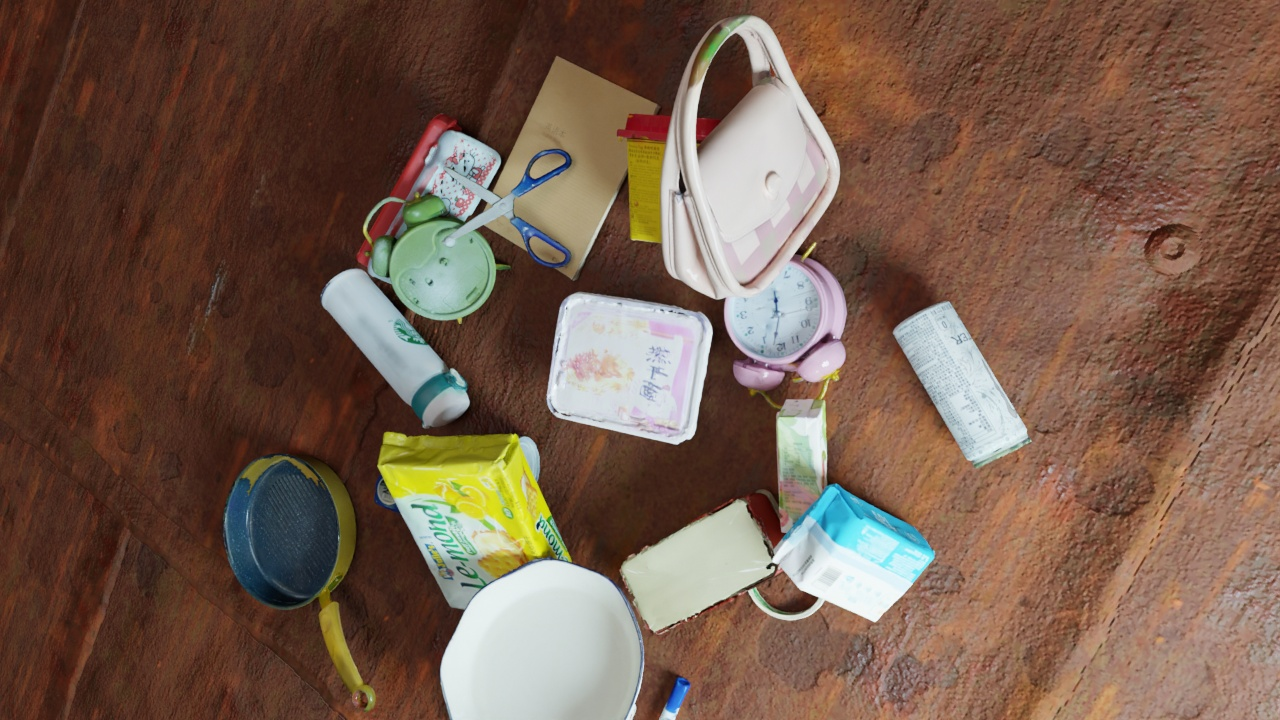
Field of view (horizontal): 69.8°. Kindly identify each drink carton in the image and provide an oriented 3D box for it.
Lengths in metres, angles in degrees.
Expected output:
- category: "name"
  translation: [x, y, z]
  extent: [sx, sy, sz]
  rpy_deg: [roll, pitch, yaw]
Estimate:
- category: "drink carton"
  translation: [0.154, 0.101, 0.875]
  extent: [0.045, 0.053, 0.122]
  rpy_deg: [0, 109, 19]

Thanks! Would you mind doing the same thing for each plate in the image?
- category: "plate"
  translation: [-0.092, 0.299, 0.898]
  extent: [0.205, 0.045, 0.204]
  rpy_deg: [-8, 55, 12]

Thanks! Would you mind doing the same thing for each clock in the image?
- category: "clock"
  translation: [-0.236, -0.119, 1.036]
  extent: [0.161, 0.056, 0.116]
  rpy_deg: [39, 101, -24]
- category: "clock"
  translation: [0.141, -0.029, 0.900]
  extent: [0.117, 0.059, 0.158]
  rpy_deg: [-11, 87, 25]

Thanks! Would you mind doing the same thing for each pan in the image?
- category: "pan"
  translation: [-0.409, 0.274, 1.139]
  extent: [0.198, 0.078, 0.357]
  rpy_deg: [-47, 72, 17]

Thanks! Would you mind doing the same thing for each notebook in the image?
- category: "notebook"
  translation: [-0.085, -0.217, 1.033]
  extent: [0.149, 0.012, 0.212]
  rpy_deg: [32, 102, 23]

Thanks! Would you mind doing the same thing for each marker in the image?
- category: "marker"
  translation: [0.018, 0.403, 0.975]
  extent: [0.017, 0.016, 0.146]
  rpy_deg: [26, 100, 23]

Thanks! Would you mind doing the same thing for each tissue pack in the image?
- category: "tissue pack"
  translation: [0.195, 0.174, 0.839]
  extent: [0.090, 0.140, 0.063]
  rpy_deg: [-53, 30, 14]

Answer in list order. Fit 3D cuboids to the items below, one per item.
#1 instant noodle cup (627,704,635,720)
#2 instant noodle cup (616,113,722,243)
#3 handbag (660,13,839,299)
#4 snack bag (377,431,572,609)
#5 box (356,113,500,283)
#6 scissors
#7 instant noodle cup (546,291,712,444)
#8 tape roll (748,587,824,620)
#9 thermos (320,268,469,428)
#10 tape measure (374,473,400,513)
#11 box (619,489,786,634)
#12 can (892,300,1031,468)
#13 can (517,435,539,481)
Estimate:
- category: "instant noodle cup"
  translation: [-0.071, 0.393, 0.958]
  extent: [0.117, 0.124, 0.116]
  rpy_deg: [24, 100, 23]
- category: "instant noodle cup"
  translation: [0.042, -0.181, 0.926]
  extent: [0.116, 0.116, 0.124]
  rpy_deg: [11, 105, 25]
- category: "handbag"
  translation: [0.087, -0.189, 0.811]
  extent: [0.093, 0.234, 0.192]
  rpy_deg: [21, 59, 34]
- category: "snack bag"
  translation: [-0.166, 0.175, 0.988]
  extent: [0.158, 0.068, 0.247]
  rpy_deg: [-3, 122, 24]
- category: "box"
  translation: [-0.245, -0.178, 1.080]
  extent: [0.098, 0.095, 0.202]
  rpy_deg: [31, 107, -13]
- category: "scissors"
  translation: [-0.138, -0.165, 1.006]
  extent: [0.173, 0.012, 0.162]
  rpy_deg: [-36, 95, -9]
- category: "instant noodle cup"
  translation: [-0.006, 0.006, 0.967]
  extent: [0.174, 0.060, 0.138]
  rpy_deg: [11, 94, 23]
- category: "tape roll"
  translation: [0.146, 0.216, 0.920]
  extent: [0.086, 0.013, 0.086]
  rpy_deg: [0, 89, 25]
- category: "thermos"
  translation: [-0.289, -0.014, 1.094]
  extent: [0.224, 0.073, 0.073]
  rpy_deg: [45, 107, 18]
- category: "tape measure"
  translation: [-0.295, 0.158, 1.117]
  extent: [0.058, 0.025, 0.054]
  rpy_deg: [14, 93, 20]
- category: "box"
  translation: [0.063, 0.200, 0.912]
  extent: [0.169, 0.077, 0.091]
  rpy_deg: [-35, 72, 27]
- category: "can"
  translation: [0.290, 0.021, 0.832]
  extent: [0.058, 0.058, 0.146]
  rpy_deg: [-32, 76, 21]
- category: "can"
  translation: [-0.170, 0.119, 1.037]
  extent: [0.094, 0.066, 0.066]
  rpy_deg: [-3, 88, 25]
